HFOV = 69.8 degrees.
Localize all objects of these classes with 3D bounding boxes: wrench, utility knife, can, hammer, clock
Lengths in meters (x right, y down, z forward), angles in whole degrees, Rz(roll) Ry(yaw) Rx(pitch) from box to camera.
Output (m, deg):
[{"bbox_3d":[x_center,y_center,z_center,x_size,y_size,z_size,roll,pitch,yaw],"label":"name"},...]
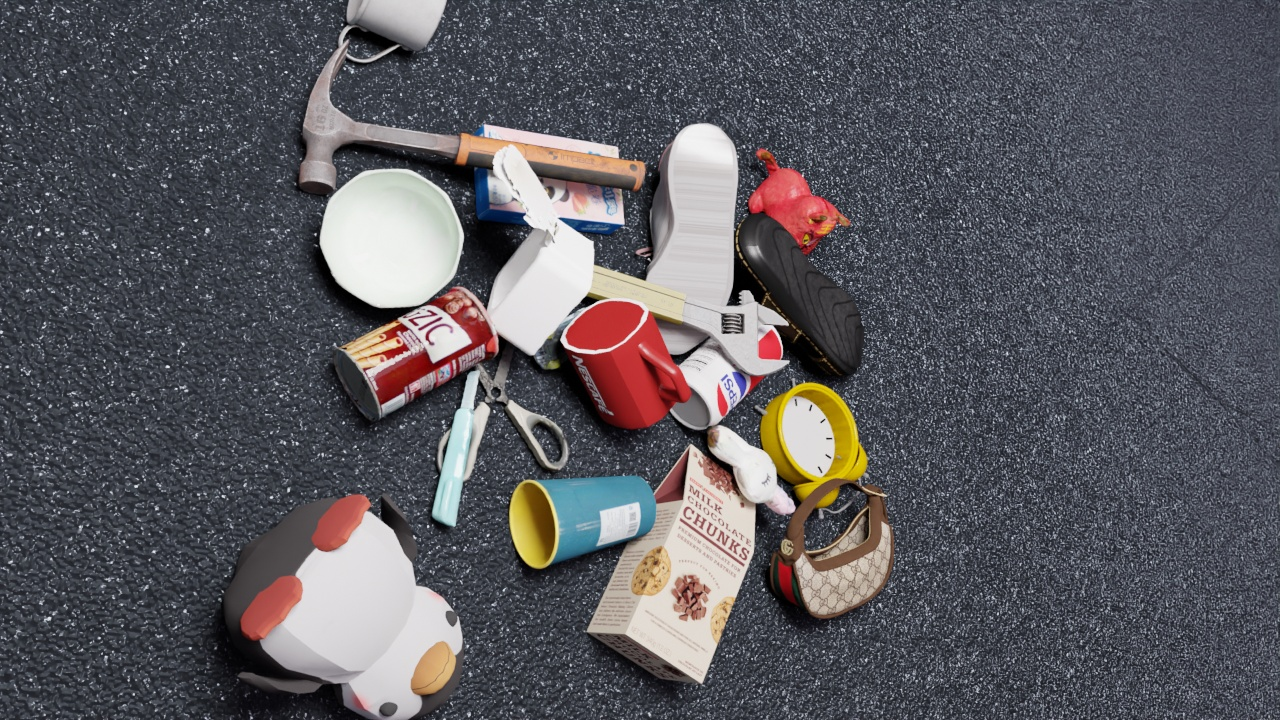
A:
[{"bbox_3d":[0.023,-0.053,0.918,0.273,0.018,0.083,16,78,-7],"label":"wrench"},{"bbox_3d":[-0.160,0.074,0.807,0.022,0.015,0.141,10,74,-4],"label":"utility knife"},{"bbox_3d":[0.088,0.010,0.968,0.131,0.070,0.070,-41,101,-34],"label":"can"},{"bbox_3d":[-0.146,-0.205,0.852,0.314,0.035,0.137,4,78,-21],"label":"hammer"},{"bbox_3d":[0.196,0.097,1.031,0.113,0.052,0.152,-32,92,-35],"label":"clock"}]

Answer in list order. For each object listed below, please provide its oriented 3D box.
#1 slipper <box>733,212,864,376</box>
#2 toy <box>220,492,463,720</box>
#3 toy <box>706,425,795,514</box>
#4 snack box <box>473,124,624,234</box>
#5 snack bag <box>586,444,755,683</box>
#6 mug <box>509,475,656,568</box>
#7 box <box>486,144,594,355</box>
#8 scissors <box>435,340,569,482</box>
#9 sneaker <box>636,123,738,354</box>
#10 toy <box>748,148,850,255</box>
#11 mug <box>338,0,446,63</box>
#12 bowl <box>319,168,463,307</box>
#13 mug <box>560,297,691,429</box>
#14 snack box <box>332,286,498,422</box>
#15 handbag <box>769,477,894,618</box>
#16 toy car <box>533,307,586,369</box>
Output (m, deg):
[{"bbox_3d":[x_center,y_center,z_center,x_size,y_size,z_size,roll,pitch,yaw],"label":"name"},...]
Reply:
[{"bbox_3d":[0.175,-0.066,1.042,0.267,0.076,0.112,39,53,-38],"label":"slipper"},{"bbox_3d":[-0.216,0.200,0.703,0.184,0.140,0.158,53,55,-29],"label":"toy"},{"bbox_3d":[0.114,0.111,0.938,0.122,0.038,0.079,45,16,-6],"label":"toy"},{"bbox_3d":[-0.090,-0.179,0.921,0.154,0.033,0.088,1,79,-33],"label":"snack box"},{"bbox_3d":[0.044,0.193,0.893,0.094,0.070,0.205,38,60,-20],"label":"snack bag"},{"bbox_3d":[-0.049,0.142,0.845,0.121,0.078,0.078,-3,80,-38],"label":"mug"},{"bbox_3d":[-0.103,-0.108,0.810,0.132,0.152,0.107,32,26,-22],"label":"box"},{"bbox_3d":[-0.134,0.048,0.846,0.171,0.013,0.157,47,59,-10],"label":"scissors"},{"bbox_3d":[0.048,-0.126,0.972,0.099,0.089,0.236,8,97,-6],"label":"sneaker"},{"bbox_3d":[0.183,-0.192,1.068,0.088,0.094,0.133,-23,89,-35],"label":"toy"},{"bbox_3d":[-0.229,-0.323,0.845,0.070,0.084,0.113,17,103,-32],"label":"mug"},{"bbox_3d":[-0.211,-0.105,0.793,0.117,0.061,0.117,-1,99,-7],"label":"bowl"},{"bbox_3d":[-0.005,0.005,0.862,0.080,0.116,0.097,-48,130,-29],"label":"mug"},{"bbox_3d":[-0.191,-0.007,0.783,0.121,0.072,0.072,-32,96,-31],"label":"snack box"},{"bbox_3d":[0.213,0.195,0.986,0.166,0.063,0.138,-10,108,-34],"label":"handbag"},{"bbox_3d":[-0.071,-0.023,0.894,0.089,0.027,0.039,-30,118,-38],"label":"toy car"}]
